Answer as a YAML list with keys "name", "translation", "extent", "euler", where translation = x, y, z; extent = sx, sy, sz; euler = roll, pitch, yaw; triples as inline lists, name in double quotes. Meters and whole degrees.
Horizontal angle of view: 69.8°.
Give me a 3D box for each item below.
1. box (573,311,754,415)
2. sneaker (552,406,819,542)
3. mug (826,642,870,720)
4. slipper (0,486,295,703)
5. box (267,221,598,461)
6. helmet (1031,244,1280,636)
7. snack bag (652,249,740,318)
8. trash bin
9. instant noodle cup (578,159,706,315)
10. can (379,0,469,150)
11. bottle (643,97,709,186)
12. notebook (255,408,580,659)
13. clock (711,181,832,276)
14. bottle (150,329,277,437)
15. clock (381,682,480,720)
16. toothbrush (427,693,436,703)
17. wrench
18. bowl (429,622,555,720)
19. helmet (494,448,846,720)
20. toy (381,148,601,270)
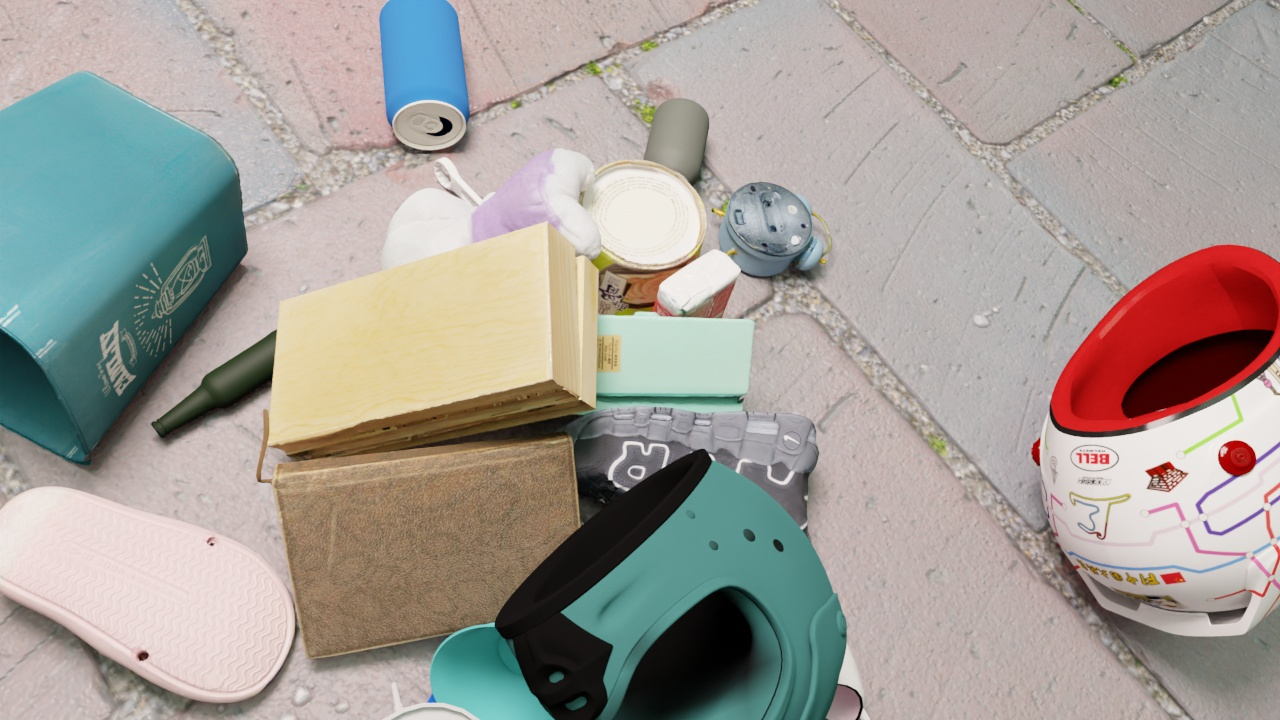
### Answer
- name: "box"
  translation: [-0.005, 0.008, 0.781]
  extent: [0.187, 0.113, 0.078]
  euler: [0, 19, -13]
- name: "sneaker"
  translation: [0.035, 0.123, 0.747]
  extent: [0.252, 0.097, 0.150]
  euler: [2, 65, -19]
- name: "mug"
  translation: [0.135, 0.252, 0.714]
  extent: [0.124, 0.090, 0.076]
  euler: [34, 17, -28]
- name: "slipper"
  translation: [-0.351, 0.161, 0.652]
  extent: [0.221, 0.056, 0.106]
  euler: [29, 58, -8]
- name: "box"
  translation: [-0.156, -0.004, 0.701]
  extent: [0.250, 0.092, 0.128]
  euler: [-14, 69, 22]
- name: "helmet"
  translation: [0.492, 0.081, 0.799]
  extent: [0.313, 0.231, 0.236]
  euler: [-45, 108, -24]
- name: "snack bag"
  translation: [0.042, -0.041, 0.819]
  extent: [0.076, 0.116, 0.036]
  euler: [-35, 70, -27]
- name: "trash bin"
  translation: [-0.432, -0.080, 0.688]
  extent: [0.199, 0.197, 0.218]
  euler: [28, 54, 1]
- name: "instant noodle cup"
  translation: [-0.006, -0.112, 0.852]
  extent: [0.146, 0.098, 0.146]
  euler: [6, 62, -11]
- name: "can"
  translation: [-0.213, -0.287, 0.902]
  extent: [0.079, 0.079, 0.146]
  euler: [-4, 64, -16]
- name: "bottle"
  translation: [0.035, -0.212, 0.935]
  extent: [0.060, 0.060, 0.108]
  euler: [15, 61, -6]
- name: "notebook"
  translation: [-0.152, 0.114, 0.666]
  extent: [0.215, 0.034, 0.190]
  euler: [-7, 108, -11]
- name: "clock"
  translation: [0.136, -0.130, 0.924]
  extent: [0.124, 0.052, 0.088]
  euler: [-2, 62, -16]
- name: "bottle"
  translation: [-0.335, 0.020, 0.742]
  extent: [0.033, 0.033, 0.122]
  euler: [45, 63, 11]
- name: "clock"
  translation: [-0.133, 0.301, 0.623]
  extent: [0.159, 0.061, 0.119]
  euler: [42, 61, -3]
- name: "toothbrush"
  translation: [-0.131, 0.220, 0.704]
  extent: [0.016, 0.011, 0.186]
  euler: [32, 58, 4]
- name: "wrench"
  translation: [-0.104, -0.095, 0.851]
  extent: [0.009, 0.047, 0.273]
  euler: [-35, 73, -31]
- name: "bowl"
  translation: [-0.088, 0.228, 0.670]
  extent: [0.121, 0.121, 0.046]
  euler: [27, 26, 1]
- name: "helmet"
  translation: [0.031, 0.191, 0.578]
  extent: [0.200, 0.177, 0.274]
  euler: [55, 27, -1]
- name: "toy"
  translation: [-0.137, -0.106, 0.784]
  extent: [0.210, 0.085, 0.137]
  euler: [-19, 54, 18]
